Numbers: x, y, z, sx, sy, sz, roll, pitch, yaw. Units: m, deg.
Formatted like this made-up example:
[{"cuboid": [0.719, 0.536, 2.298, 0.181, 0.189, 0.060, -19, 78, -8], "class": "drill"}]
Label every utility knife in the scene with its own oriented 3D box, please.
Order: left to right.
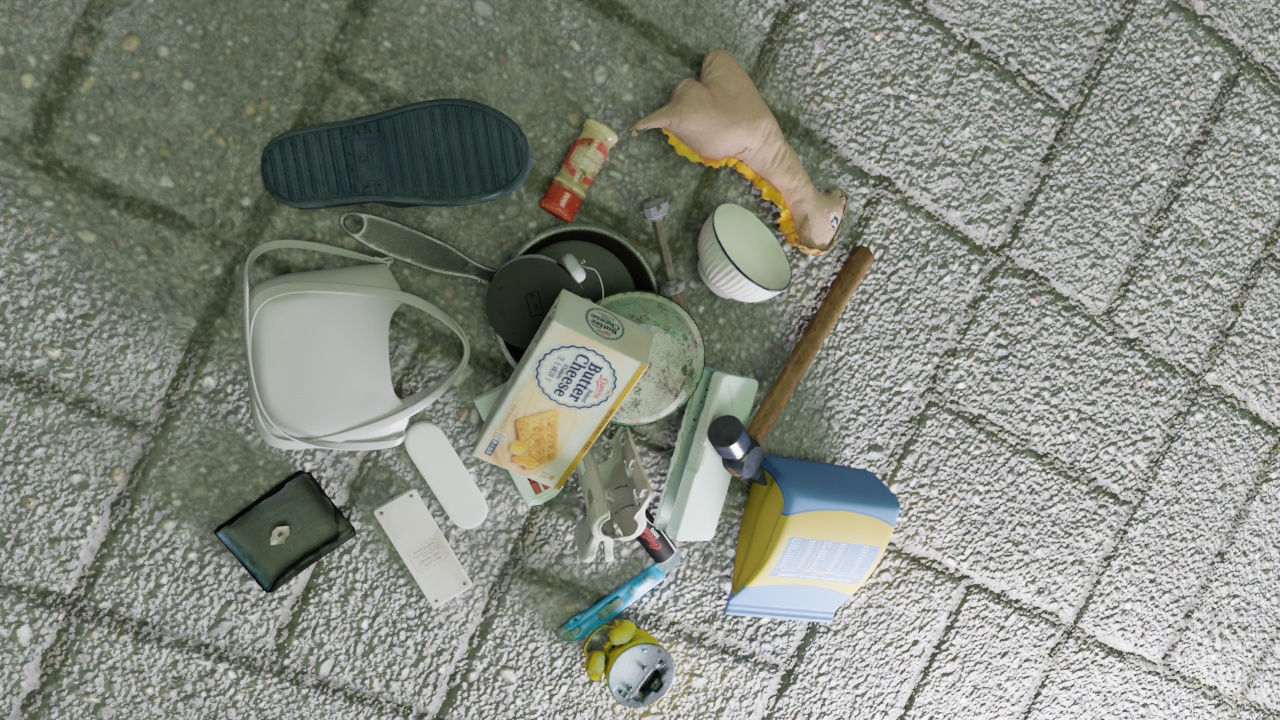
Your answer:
[{"cuboid": [-0.023, 0.283, 1.099, 0.178, 0.015, 0.031, -35, 113, -10], "class": "utility knife"}]

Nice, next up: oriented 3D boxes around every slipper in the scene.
[{"cuboid": [-0.237, -0.200, 0.912, 0.263, 0.082, 0.101, -4, 100, 3], "class": "slipper"}]

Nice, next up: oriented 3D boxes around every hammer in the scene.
[{"cuboid": [0.050, -0.035, 1.022, 0.146, 0.028, 0.317, -26, 119, -21], "class": "hammer"}, {"cuboid": [0.187, -0.003, 1.062, 0.321, 0.040, 0.129, -57, 143, -16], "class": "hammer"}]

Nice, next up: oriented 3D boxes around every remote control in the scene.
[{"cuboid": [-0.240, 0.208, 1.017, 0.050, 0.011, 0.136, -29, 108, -10], "class": "remote control"}, {"cuboid": [-0.213, 0.126, 1.009, 0.043, 0.013, 0.136, -31, 108, -10], "class": "remote control"}, {"cuboid": [-0.133, 0.096, 1.022, 0.049, 0.024, 0.143, -27, 107, -11], "class": "remote control"}]

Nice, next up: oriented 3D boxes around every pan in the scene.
[{"cuboid": [-0.142, -0.082, 0.969, 0.356, 0.055, 0.187, 21, 93, -20], "class": "pan"}]

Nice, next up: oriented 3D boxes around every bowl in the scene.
[{"cuboid": [-0.006, 0.006, 0.979, 0.157, 0.038, 0.158, -2, 111, -5], "class": "bowl"}, {"cuboid": [0.106, -0.110, 1.027, 0.118, 0.117, 0.062, 34, 131, -20], "class": "bowl"}]

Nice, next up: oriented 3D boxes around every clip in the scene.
[{"cuboid": [-0.049, 0.156, 1.017, 0.096, 0.126, 0.153, 19, 119, -24], "class": "clip"}]

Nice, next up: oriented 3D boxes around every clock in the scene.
[{"cuboid": [-0.098, -0.063, 0.935, 0.122, 0.035, 0.094, -13, 108, -3], "class": "clock"}, {"cuboid": [-0.015, 0.358, 1.092, 0.118, 0.057, 0.083, 39, 88, -20], "class": "clock"}]

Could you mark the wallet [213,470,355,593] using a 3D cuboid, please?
[{"cuboid": [-0.371, 0.178, 0.962, 0.115, 0.026, 0.089, -35, 108, -8], "class": "wallet"}]

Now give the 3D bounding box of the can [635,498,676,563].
[{"cuboid": [0.008, 0.201, 1.082, 0.031, 0.031, 0.080, -39, 109, -7], "class": "can"}]

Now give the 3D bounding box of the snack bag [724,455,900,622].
[{"cuboid": [0.201, 0.231, 1.120, 0.159, 0.102, 0.205, 10, 110, -19], "class": "snack bag"}]

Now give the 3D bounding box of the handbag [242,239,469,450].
[{"cuboid": [-0.279, -0.014, 0.927, 0.222, 0.096, 0.216, -6, 102, -26], "class": "handbag"}]

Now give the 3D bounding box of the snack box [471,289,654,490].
[{"cuboid": [-0.080, 0.035, 0.927, 0.104, 0.057, 0.208, 26, 127, -14], "class": "snack box"}]

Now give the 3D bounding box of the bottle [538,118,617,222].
[{"cuboid": [-0.066, -0.202, 0.978, 0.044, 0.044, 0.109, 29, 91, -20], "class": "bottle"}]

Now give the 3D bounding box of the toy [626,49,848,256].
[{"cuboid": [0.120, -0.208, 1.020, 0.195, 0.065, 0.264, -41, 111, -17], "class": "toy"}]

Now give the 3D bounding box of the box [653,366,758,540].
[{"cuboid": [0.078, 0.108, 1.045, 0.083, 0.066, 0.199, 12, 98, -20], "class": "box"}]
